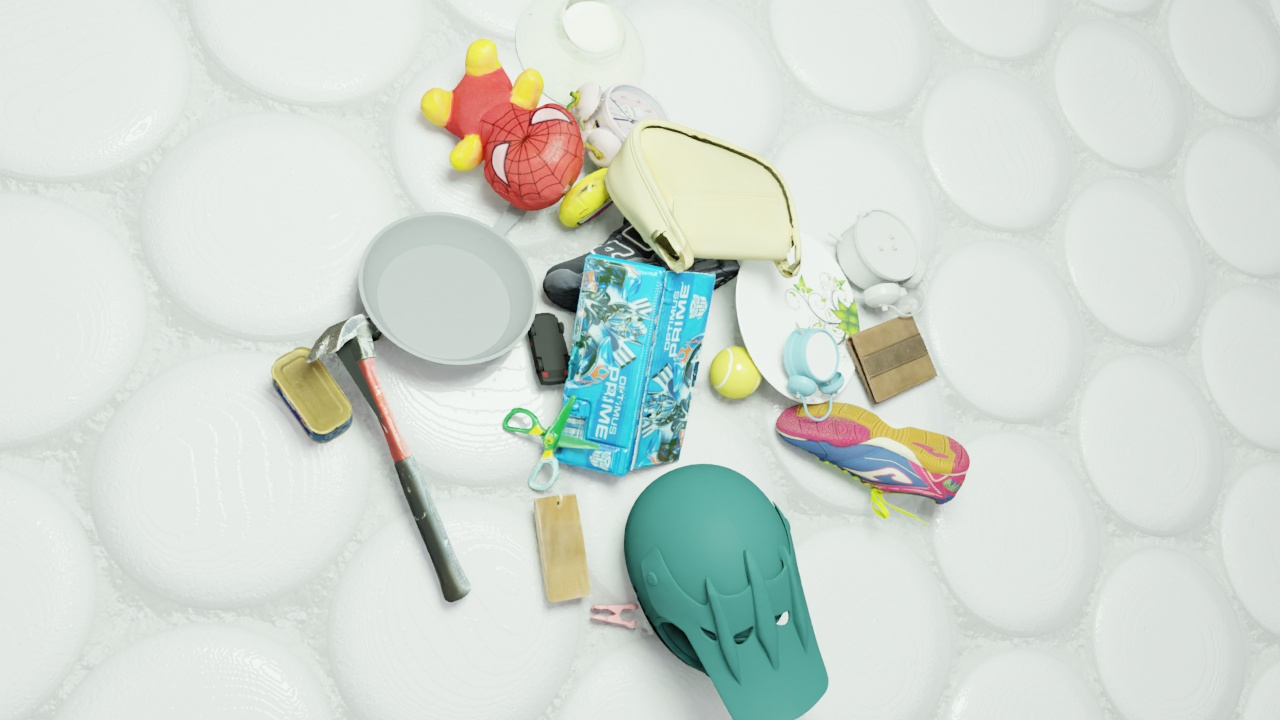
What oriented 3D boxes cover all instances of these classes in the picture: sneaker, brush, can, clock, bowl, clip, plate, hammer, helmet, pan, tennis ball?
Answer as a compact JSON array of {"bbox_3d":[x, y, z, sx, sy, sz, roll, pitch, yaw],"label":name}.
[{"bbox_3d":[0.285,0.127,1.160,0.242,0.091,0.116,16,37,8],"label":"sneaker"},{"bbox_3d":[-0.091,0.212,1.042,0.049,0.039,0.117,-6,79,-20],"label":"brush"},{"bbox_3d":[-0.354,0.037,0.988,0.053,0.059,0.100,-36,89,-22],"label":"can"},{"bbox_3d":[0.215,0.014,1.142,0.087,0.042,0.123,-4,88,-39],"label":"clock"},{"bbox_3d":[-0.070,-0.417,1.187,0.176,0.058,0.176,4,76,-17],"label":"bowl"},{"bbox_3d":[-0.028,0.296,1.054,0.060,0.023,0.044,-12,79,-26],"label":"clip"},{"bbox_3d":[0.198,-0.055,1.188,0.229,0.030,0.229,10,74,-36],"label":"plate"},{"bbox_3d":[-0.259,0.107,0.984,0.036,0.140,0.326,-21,93,11],"label":"hammer"},{"bbox_3d":[-0.007,-0.150,1.130,0.252,0.097,0.150,-10,75,-21],"label":"sneaker"},{"bbox_3d":[0.333,-0.132,1.240,0.119,0.061,0.159,-35,88,-33],"label":"clock"},{"bbox_3d":[0.090,0.247,1.005,0.176,0.201,0.274,-17,83,-21],"label":"helmet"},{"bbox_3d":[-0.183,-0.134,1.087,0.201,0.051,0.355,35,55,-2],"label":"pan"},{"bbox_3d":[0.119,0.015,1.142,0.065,0.065,0.065,4,76,-17],"label":"tennis ball"},{"bbox_3d":[-0.029,-0.291,1.145,0.157,0.059,0.116,-8,72,-40],"label":"clock"}]

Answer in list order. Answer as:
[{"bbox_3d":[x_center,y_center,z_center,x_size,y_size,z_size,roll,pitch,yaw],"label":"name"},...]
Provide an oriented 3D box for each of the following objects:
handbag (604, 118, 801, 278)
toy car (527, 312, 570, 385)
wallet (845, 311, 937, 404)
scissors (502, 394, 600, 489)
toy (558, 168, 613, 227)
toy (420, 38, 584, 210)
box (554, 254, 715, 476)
[{"bbox_3d":[0.078,-0.180,1.080,0.232,0.089,0.190,-1,67,-34],"label":"handbag"},{"bbox_3d":[-0.110,-0.013,1.091,0.042,0.036,0.091,-7,70,-21],"label":"toy car"},{"bbox_3d":[0.339,-0.005,1.234,0.120,0.027,0.098,-21,88,-30],"label":"wallet"},{"bbox_3d":[-0.104,0.095,1.049,0.126,0.011,0.130,10,101,22],"label":"scissors"},{"bbox_3d":[-0.059,-0.199,1.121,0.095,0.094,0.041,-36,86,1],"label":"toy"},{"bbox_3d":[-0.152,-0.268,1.081,0.148,0.098,0.216,-46,75,10],"label":"toy"},{"bbox_3d":[-0.001,0.011,1.050,0.170,0.070,0.244,6,104,-18],"label":"box"}]
